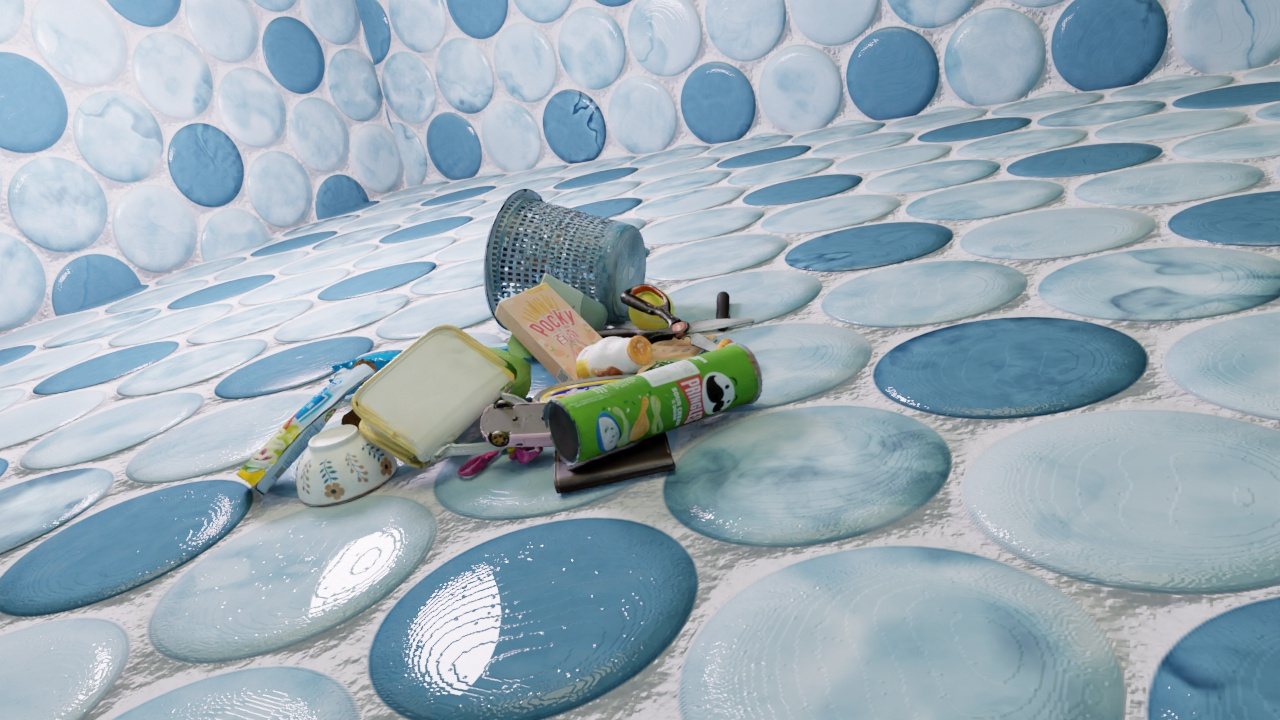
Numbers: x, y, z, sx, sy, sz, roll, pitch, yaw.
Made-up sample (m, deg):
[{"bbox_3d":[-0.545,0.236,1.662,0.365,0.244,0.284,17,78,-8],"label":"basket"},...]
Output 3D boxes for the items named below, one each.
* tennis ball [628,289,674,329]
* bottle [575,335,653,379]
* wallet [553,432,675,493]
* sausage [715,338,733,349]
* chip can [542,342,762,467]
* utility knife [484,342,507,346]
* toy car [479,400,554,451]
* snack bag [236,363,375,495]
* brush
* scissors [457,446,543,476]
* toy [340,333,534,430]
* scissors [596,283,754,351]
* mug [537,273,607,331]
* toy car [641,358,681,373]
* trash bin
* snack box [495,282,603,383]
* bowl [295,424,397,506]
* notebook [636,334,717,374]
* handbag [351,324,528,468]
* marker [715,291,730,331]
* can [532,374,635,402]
[{"bbox_3d":[0.016,-0.073,1.328,0.065,0.065,0.065,-11,20,4],"label":"tennis ball"},{"bbox_3d":[-0.030,0.001,1.093,0.063,0.063,0.109,-29,3,-38],"label":"bottle"},{"bbox_3d":[-0.028,0.102,0.950,0.122,0.020,0.096,-11,19,0],"label":"wallet"},{"bbox_3d":[0.083,0.016,1.091,0.021,0.021,0.164,-2,28,26],"label":"sausage"},{"bbox_3d":[0.016,0.043,0.968,0.235,0.072,0.072,-17,19,-29],"label":"chip can"},{"bbox_3d":[-0.141,-0.028,1.378,0.210,0.013,0.029,-3,24,18],"label":"utility knife"},{"bbox_3d":[-0.112,0.070,0.992,0.122,0.037,0.056,-2,42,2],"label":"toy car"},{"bbox_3d":[-0.400,0.076,1.100,0.190,0.039,0.110,-51,15,-20],"label":"snack bag"},{"bbox_3d":[-0.292,0.005,1.333,0.315,0.060,0.109,-3,18,19],"label":"brush"},{"bbox_3d":[-0.160,0.101,1.039,0.128,0.017,0.133,-24,18,-22],"label":"scissors"},{"bbox_3d":[-0.252,0.034,1.168,0.247,0.090,0.226,-9,28,-2],"label":"toy"},{"bbox_3d":[0.034,-0.050,1.230,0.221,0.022,0.221,-19,42,5],"label":"scissors"},{"bbox_3d":[-0.114,-0.050,1.299,0.106,0.112,0.082,28,9,-12],"label":"mug"},{"bbox_3d":[0.029,0.022,1.098,0.043,0.036,0.091,19,30,30],"label":"toy car"},{"bbox_3d":[-0.104,-0.143,1.423,0.195,0.227,0.225,10,27,20],"label":"trash bin"},{"bbox_3d":[-0.105,-0.030,1.179,0.157,0.026,0.084,45,47,17],"label":"snack box"},{"bbox_3d":[-0.343,0.112,1.051,0.113,0.062,0.113,-12,18,4],"label":"bowl"},{"bbox_3d":[-0.007,0.007,1.210,0.148,0.008,0.207,0,24,32],"label":"notebook"},{"bbox_3d":[-0.212,0.057,1.041,0.179,0.063,0.163,30,55,20],"label":"handbag"},{"bbox_3d":[0.120,-0.073,1.332,0.022,0.020,0.131,-20,18,13],"label":"marker"},{"bbox_3d":[-0.050,0.054,1.046,0.148,0.049,0.074,-7,20,17],"label":"can"}]
